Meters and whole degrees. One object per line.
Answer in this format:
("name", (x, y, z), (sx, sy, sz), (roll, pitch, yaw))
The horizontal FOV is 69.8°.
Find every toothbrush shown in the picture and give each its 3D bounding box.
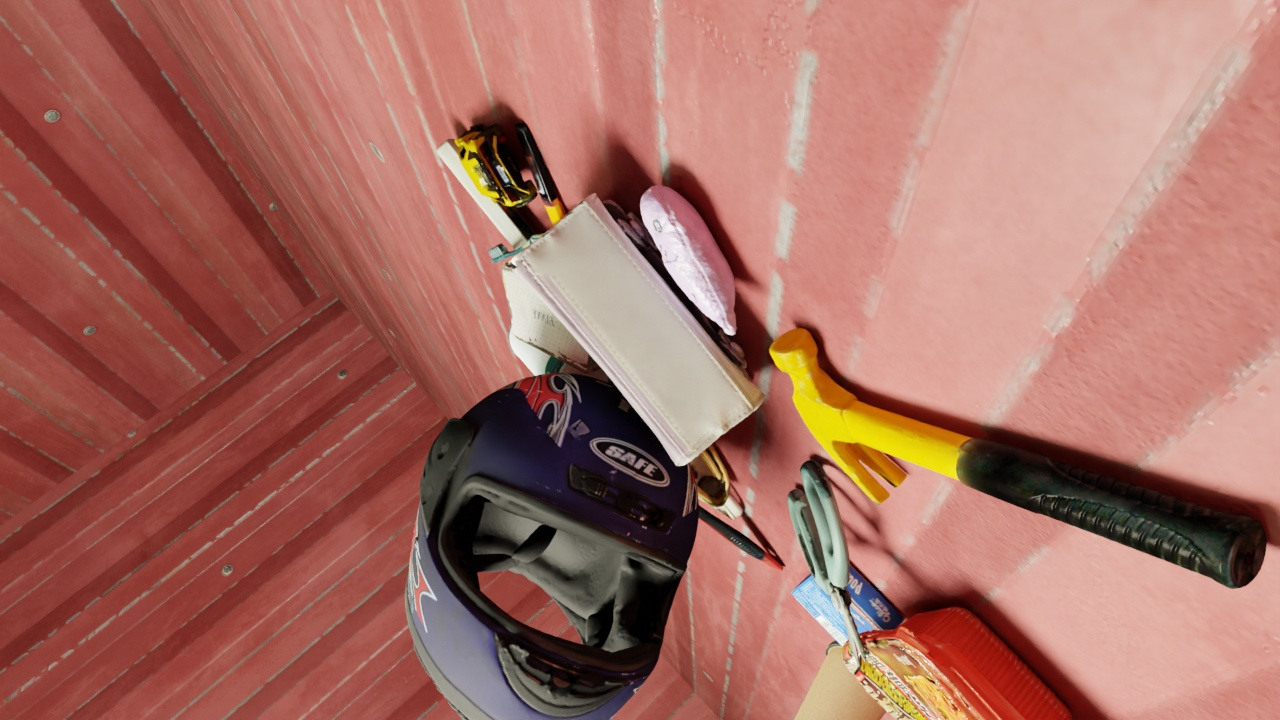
("toothbrush", (-0.094, -0.114, 0.847), (0.192, 0.016, 0.018), (-11, 114, 54))

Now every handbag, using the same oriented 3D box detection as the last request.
("handbag", (0.000, -0.029, 0.716), (0.197, 0.098, 0.145), (51, 180, -7))
("handbag", (0.039, 0.108, 1.012), (0.178, 0.063, 0.163), (42, 170, -30))

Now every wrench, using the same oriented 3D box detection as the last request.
("wrench", (0.055, 0.160, 1.002), (0.273, 0.016, 0.056), (36, 172, -18))

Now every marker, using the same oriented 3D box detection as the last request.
("marker", (-0.084, -0.156, 0.812), (0.018, 0.015, 0.124), (30, 152, 43))

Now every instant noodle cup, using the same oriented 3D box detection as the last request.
("instant noodle cup", (0.255, 0.265, 0.728), (0.164, 0.079, 0.189), (47, 165, 10))

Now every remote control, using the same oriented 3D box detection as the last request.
("remote control", (-0.152, -0.165, 0.924), (0.135, 0.019, 0.056), (52, -170, -3))

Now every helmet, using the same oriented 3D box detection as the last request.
("helmet", (-0.065, 0.140, 0.787), (0.247, 0.240, 0.315), (25, -169, -18))

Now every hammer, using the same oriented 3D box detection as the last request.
("hammer", (0.191, 0.058, 0.524), (0.129, 0.032, 0.301), (57, 162, -25))

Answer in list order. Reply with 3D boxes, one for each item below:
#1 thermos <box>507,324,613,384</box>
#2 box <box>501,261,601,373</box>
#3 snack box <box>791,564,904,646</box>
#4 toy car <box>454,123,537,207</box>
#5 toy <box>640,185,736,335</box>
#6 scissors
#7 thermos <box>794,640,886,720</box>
("thermos", (-0.089, -0.003, 1.001), (0.073, 0.073, 0.224), (57, 172, -22))
("box", (-0.072, -0.051, 0.879), (0.184, 0.062, 0.090), (28, 131, 54))
("snack box", (0.201, 0.243, 0.912), (0.084, 0.026, 0.157), (45, 163, 15))
("toy car", (-0.137, -0.175, 0.835), (0.071, 0.041, 0.156), (59, 172, -23))
("toy", (0.033, -0.076, 0.634), (0.108, 0.039, 0.083), (56, -175, -25))
("scissors", (0.156, 0.158, 0.751), (0.170, 0.019, 0.177), (84, 173, -46))
("thermos", (0.214, 0.370, 0.978), (0.093, 0.143, 0.093), (32, 149, 22))
